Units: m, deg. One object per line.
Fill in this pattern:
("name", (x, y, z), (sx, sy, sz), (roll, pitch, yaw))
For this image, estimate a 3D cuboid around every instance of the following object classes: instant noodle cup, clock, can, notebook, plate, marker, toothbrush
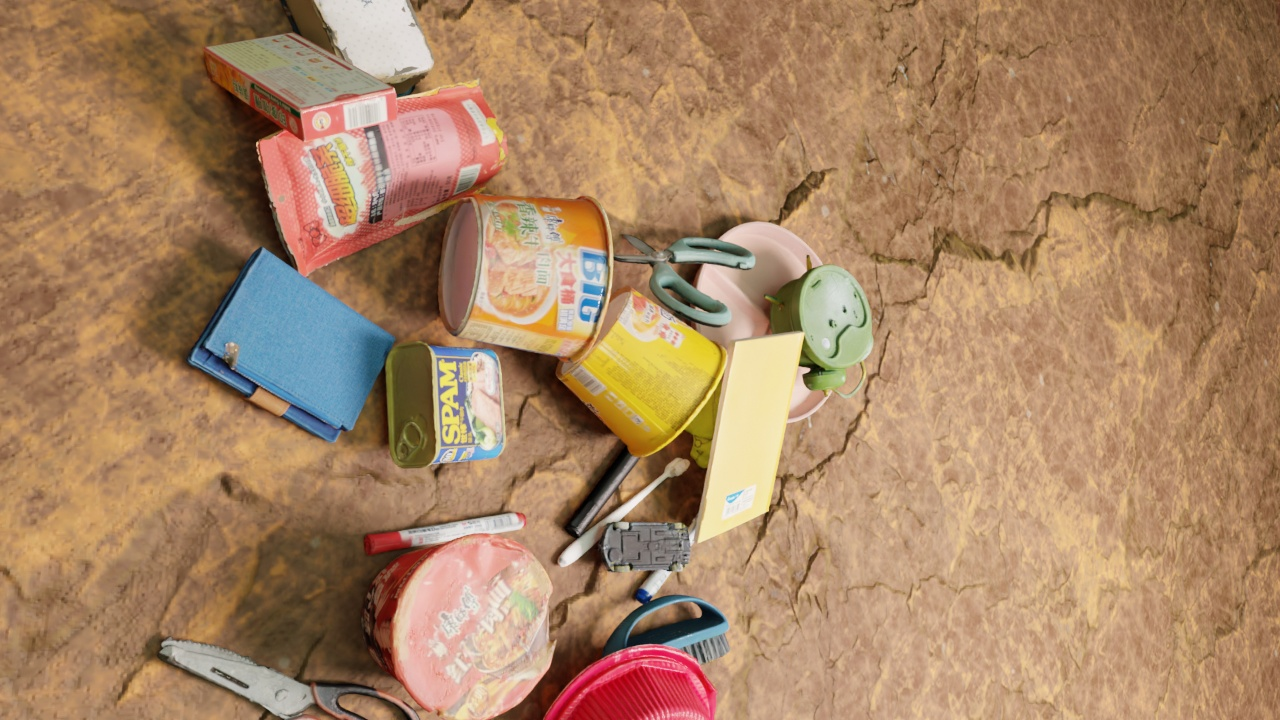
("instant noodle cup", (-0.005, 0.005, 0.861), (0.110, 0.138, 0.137), (39, 61, -15))
("clock", (0.208, -0.031, 1.030), (0.115, 0.056, 0.161), (-41, 106, -33))
("can", (-0.162, 0.037, 0.769), (0.083, 0.057, 0.102), (2, 82, -55))
("notebook", (0.113, 0.074, 0.935), (0.145, 0.010, 0.206), (-9, 113, -53))
("instant noodle cup", (0.001, 0.352, 0.808), (0.193, 0.066, 0.194), (-8, 106, -29))
("plate", (0.144, -0.042, 1.038), (0.229, 0.028, 0.229), (7, 78, -34))
("instant noodle cup", (-0.153, 0.206, 0.728), (0.137, 0.109, 0.137), (7, 79, -36))
("marker", (-0.029, 0.116, 0.888), (0.020, 0.022, 0.131), (29, 58, 18))
("toothbrush", (-0.014, 0.146, 0.898), (0.179, 0.016, 0.016), (-35, 106, -34))
("marker", (0.042, 0.189, 0.932), (0.145, 0.017, 0.017), (-47, 110, -32))
("marker", (-0.164, 0.147, 0.787), (0.145, 0.017, 0.017), (-3, 84, -37))
("instant noodle cup", (-0.105, -0.076, 0.792), (0.111, 0.152, 0.151), (5, 79, -27))

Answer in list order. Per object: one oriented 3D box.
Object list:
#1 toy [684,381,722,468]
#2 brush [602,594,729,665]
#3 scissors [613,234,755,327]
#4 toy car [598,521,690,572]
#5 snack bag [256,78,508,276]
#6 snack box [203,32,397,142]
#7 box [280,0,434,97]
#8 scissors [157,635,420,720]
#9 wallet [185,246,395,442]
("toy", (0.076, 0.063, 0.961), (0.096, 0.031, 0.100), (0, 98, -14))
("brush", (0.026, 0.265, 0.883), (0.143, 0.055, 0.073), (-5, 87, -36))
("scissors", (0.060, -0.086, 0.915), (0.169, 0.174, 0.019), (-9, 129, -32))
("toy car", (0.003, 0.180, 0.884), (0.105, 0.031, 0.049), (8, 73, -35))
("snack bag", (-0.209, -0.158, 0.761), (0.207, 0.073, 0.129), (-32, 141, -37))
("snack box", (-0.261, -0.212, 0.698), (0.076, 0.156, 0.027), (-27, 137, -36))
("box", (-0.245, -0.298, 0.772), (0.089, 0.064, 0.184), (-26, 100, -36))
("scissors", (-0.266, 0.273, 0.691), (0.208, 0.015, 0.182), (-2, 85, -36))
("wallet", (-0.269, -0.009, 0.719), (0.133, 0.040, 0.106), (39, 61, -34))
